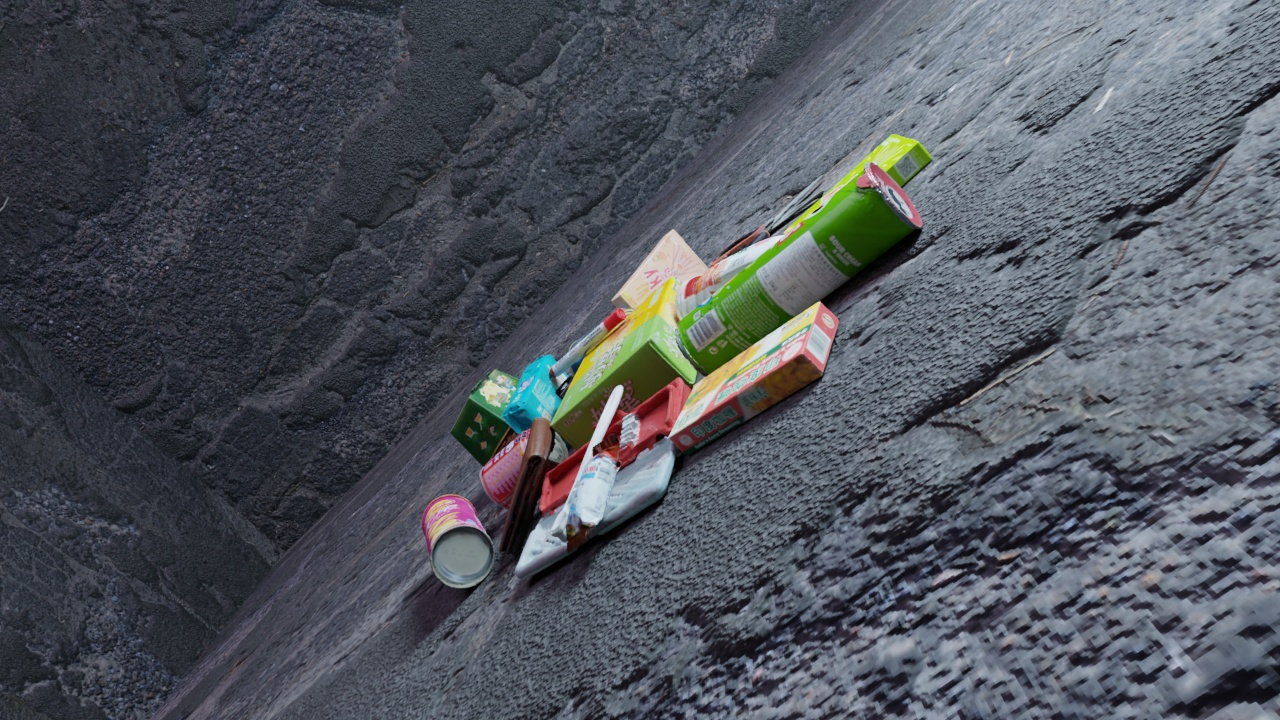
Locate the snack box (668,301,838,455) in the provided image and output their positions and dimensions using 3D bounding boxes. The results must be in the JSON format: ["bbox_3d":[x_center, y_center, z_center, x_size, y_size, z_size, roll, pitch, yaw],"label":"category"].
[{"bbox_3d":[0.093,0.017,0.762,0.156,0.027,0.076,-36,15,39],"label":"snack box"}]

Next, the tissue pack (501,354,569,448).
[{"bbox_3d":[-0.123,0.064,1.184,0.050,0.093,0.133,-27,24,28],"label":"tissue pack"}]

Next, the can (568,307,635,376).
[{"bbox_3d":[-0.036,-0.016,1.220,0.111,0.075,0.075,-32,17,46],"label":"can"}]

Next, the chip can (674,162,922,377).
[{"bbox_3d":[0.135,-0.075,0.827,0.237,0.072,0.072,-39,12,28],"label":"chip can"}]

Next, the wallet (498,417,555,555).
[{"bbox_3d":[-0.118,0.132,0.971,0.101,0.032,0.125,-85,12,-70],"label":"wallet"}]

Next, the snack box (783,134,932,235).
[{"bbox_3d":[0.222,-0.168,0.953,0.156,0.026,0.085,-42,16,12],"label":"snack box"}]

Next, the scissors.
[{"bbox_3d":[0.159,-0.165,1.216,0.225,0.015,0.189,-46,11,-9],"label":"scissors"}]

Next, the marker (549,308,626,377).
[{"bbox_3d":[-0.068,-0.020,1.140,0.146,0.017,0.017,-39,12,37],"label":"marker"}]

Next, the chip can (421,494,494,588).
[{"bbox_3d":[-0.218,0.209,1.080,0.071,0.071,0.211,-47,11,-10],"label":"chip can"}]

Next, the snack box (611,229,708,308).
[{"bbox_3d":[0.031,-0.104,1.271,0.026,0.084,0.156,-26,22,50],"label":"snack box"}]

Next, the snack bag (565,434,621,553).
[{"bbox_3d":[-0.041,0.114,0.788,0.048,0.026,0.104,-39,25,49],"label":"snack bag"}]

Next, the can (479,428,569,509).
[{"bbox_3d":[-0.138,0.126,1.098,0.094,0.066,0.066,-41,12,20],"label":"can"}]

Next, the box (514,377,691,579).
[{"bbox_3d":[-0.032,0.114,0.856,0.202,0.039,0.157,-37,26,34],"label":"box"}]

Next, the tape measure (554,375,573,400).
[{"bbox_3d":[-0.073,0.050,1.142,0.033,0.066,0.066,-48,13,-6],"label":"tape measure"}]

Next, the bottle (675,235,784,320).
[{"bbox_3d":[0.119,-0.083,0.942,0.197,0.068,0.068,-26,22,49],"label":"bottle"}]

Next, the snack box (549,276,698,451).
[{"bbox_3d":[-0.006,0.006,1.046,0.158,0.070,0.209,-41,11,23],"label":"snack box"}]

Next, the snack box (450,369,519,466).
[{"bbox_3d":[-0.192,0.085,1.268,0.118,0.105,0.118,-56,-2,36],"label":"snack box"}]

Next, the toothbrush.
[{"bbox_3d":[-0.044,0.090,0.846,0.016,0.016,0.179,-25,31,41],"label":"toothbrush"}]
